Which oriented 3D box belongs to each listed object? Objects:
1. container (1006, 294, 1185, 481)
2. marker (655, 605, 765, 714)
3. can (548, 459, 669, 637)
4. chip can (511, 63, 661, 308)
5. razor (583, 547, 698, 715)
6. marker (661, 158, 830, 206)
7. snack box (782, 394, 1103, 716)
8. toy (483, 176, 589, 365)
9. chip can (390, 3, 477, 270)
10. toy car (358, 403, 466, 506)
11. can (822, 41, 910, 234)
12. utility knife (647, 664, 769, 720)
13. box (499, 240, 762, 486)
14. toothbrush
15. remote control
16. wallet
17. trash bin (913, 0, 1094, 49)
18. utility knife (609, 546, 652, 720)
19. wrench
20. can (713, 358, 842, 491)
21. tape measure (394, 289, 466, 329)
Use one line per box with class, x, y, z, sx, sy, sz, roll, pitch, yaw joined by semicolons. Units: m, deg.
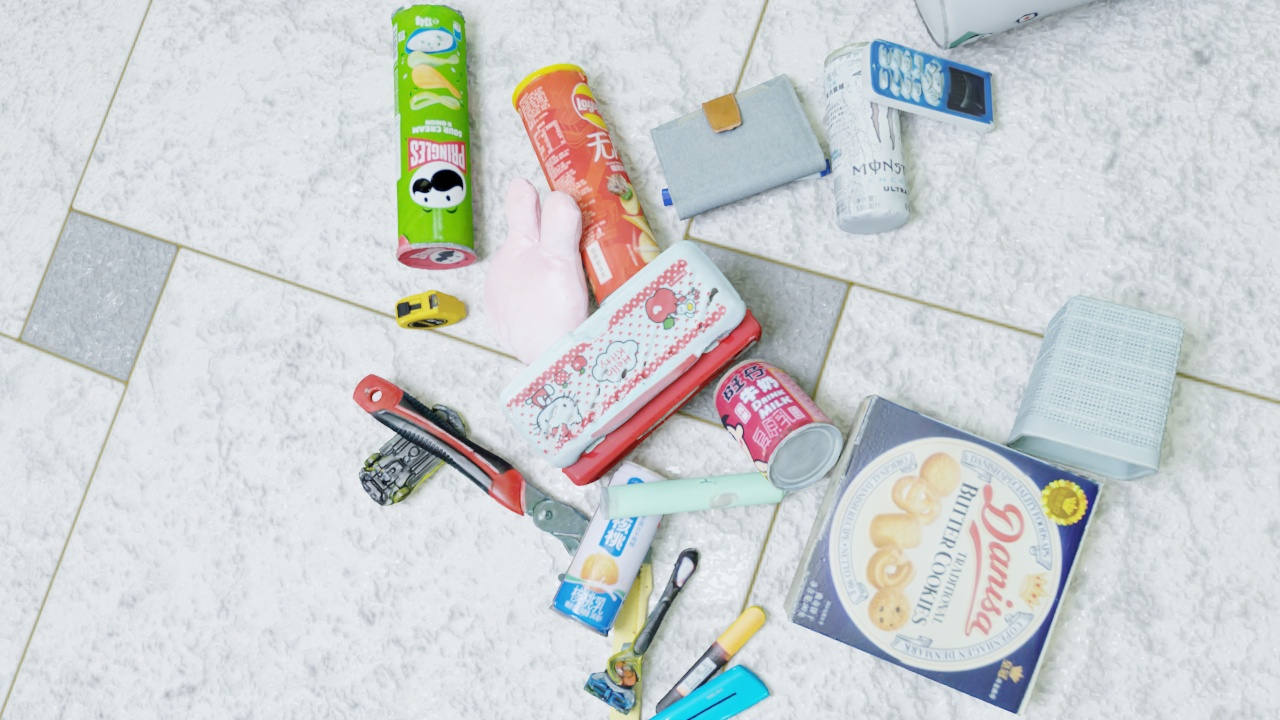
container;0.333;0.020;0.671;0.090;0.090;0.111;16;83;15
marker;0.056;0.245;0.742;0.018;0.015;0.124;43;96;10
can;-0.022;0.151;0.745;0.053;0.053;0.134;22;77;16
chip can;-0.042;-0.149;0.796;0.073;0.073;0.216;-25;76;9
razor;0.009;0.215;0.744;0.042;0.022;0.142;32;80;-1
marker;0.090;-0.154;0.793;0.146;0.017;0.017;-9;79;12
snack box;0.224;0.140;0.686;0.182;0.046;0.178;21;87;6
toy;-0.087;-0.071;0.778;0.121;0.054;0.160;28;119;35
chip can;-0.191;-0.205;0.841;0.072;0.072;0.236;-7;80;13
toy car;-0.201;0.085;0.820;0.105;0.032;0.048;-43;80;-8
can;0.184;-0.180;0.752;0.058;0.058;0.146;-5;80;13
utility knife;-0.005;0.312;0.735;0.234;0.018;0.034;-32;92;3
box;-0.005;0.003;0.741;0.201;0.110;0.100;-41;83;5
toothbrush;0.079;0.102;0.723;0.224;0.027;0.026;-5;122;-7
remote control;0.230;-0.218;0.732;0.124;0.024;0.049;8;77;-21
wallet;0.079;-0.184;0.779;0.130;0.037;0.106;-19;62;7
trash bin;0.317;-0.367;0.672;0.252;0.229;0.229;-19;77;16
utility knife;-0.009;0.255;0.759;0.031;0.021;0.201;1;87;14
wrench;-0.138;0.098;0.792;0.273;0.016;0.056;37;80;8
can;0.104;0.048;0.716;0.066;0.066;0.093;-41;43;4
tape measure;-0.191;-0.047;0.824;0.057;0.060;0.029;-12;80;17
